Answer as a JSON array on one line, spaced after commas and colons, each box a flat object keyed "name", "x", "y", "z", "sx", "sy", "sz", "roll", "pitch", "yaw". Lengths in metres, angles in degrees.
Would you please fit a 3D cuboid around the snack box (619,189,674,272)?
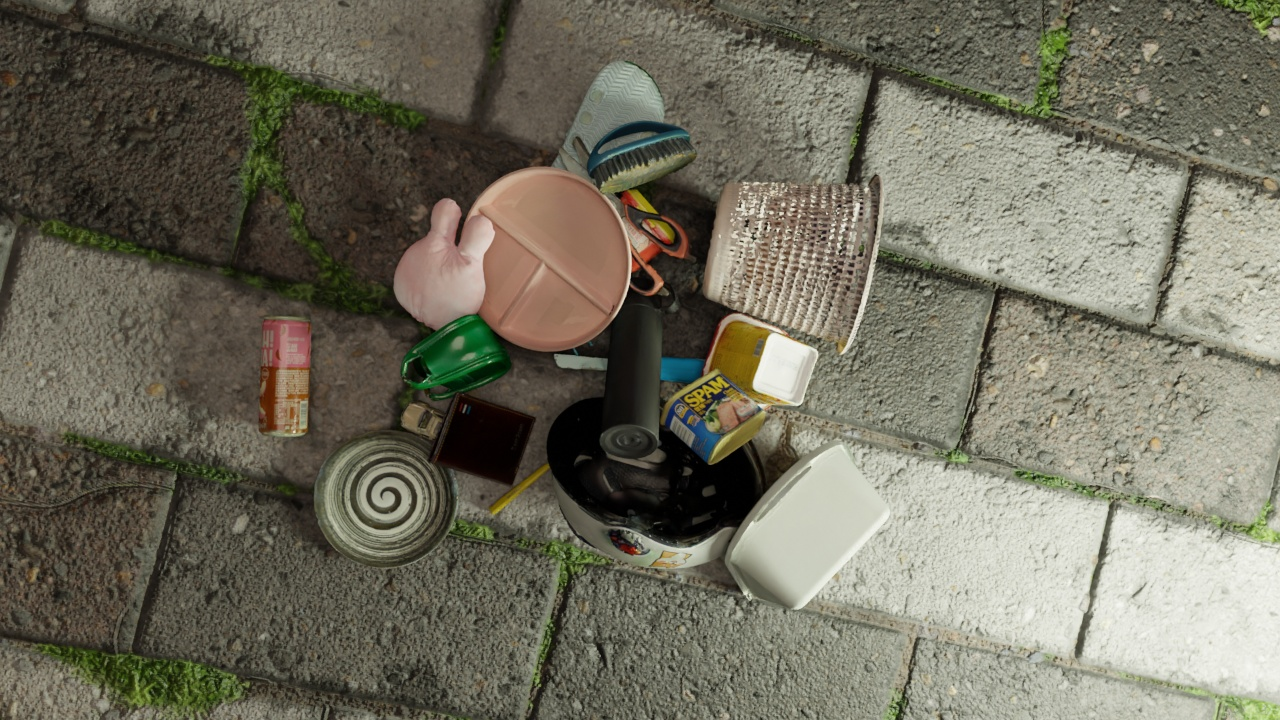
[{"name": "snack box", "x": -0.010, "y": -0.164, "z": 1.182, "sx": 0.080, "sy": 0.082, "sz": 0.091, "roll": -41, "pitch": 90, "yaw": 3}]

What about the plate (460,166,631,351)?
[{"name": "plate", "x": -0.118, "y": -0.126, "z": 1.150, "sx": 0.230, "sy": 0.028, "sz": 0.229, "roll": 3, "pitch": 102, "yaw": 17}]

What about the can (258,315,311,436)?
[{"name": "can", "x": -0.439, "y": 0.019, "z": 1.133, "sx": 0.058, "sy": 0.058, "sz": 0.147, "roll": 2, "pitch": 91, "yaw": -8}]

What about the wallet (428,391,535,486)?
[{"name": "wallet", "x": -0.199, "y": 0.100, "z": 1.165, "sx": 0.122, "sy": 0.020, "sz": 0.096, "roll": 23, "pitch": 88, "yaw": -36}]

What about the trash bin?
[{"name": "trash bin", "x": 0.184, "y": -0.135, "z": 1.156, "sx": 0.192, "sy": 0.227, "sz": 0.227, "roll": 10, "pitch": 89, "yaw": 4}]

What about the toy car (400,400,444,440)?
[{"name": "toy car", "x": -0.262, "y": 0.083, "z": 1.172, "sx": 0.090, "sy": 0.035, "sz": 0.042, "roll": 26, "pitch": 86, "yaw": -6}]

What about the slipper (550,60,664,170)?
[{"name": "slipper", "x": -0.056, "y": -0.262, "z": 1.179, "sx": 0.104, "sy": 0.074, "sz": 0.246, "roll": 32, "pitch": 102, "yaw": -9}]

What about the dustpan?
[{"name": "dustpan", "x": 0.188, "y": 0.191, "z": 1.133, "sx": 0.222, "sy": 0.258, "sz": 0.142, "roll": -44, "pitch": 91, "yaw": -5}]

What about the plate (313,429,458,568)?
[{"name": "plate", "x": -0.321, "y": 0.174, "z": 1.167, "sx": 0.179, "sy": 0.024, "sz": 0.179, "roll": 0, "pitch": 95, "yaw": -5}]

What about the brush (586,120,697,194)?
[{"name": "brush", "x": -0.003, "y": -0.253, "z": 1.109, "sx": 0.143, "sy": 0.055, "sz": 0.073, "roll": -22, "pitch": 78, "yaw": -24}]

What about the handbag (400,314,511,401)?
[{"name": "handbag", "x": -0.225, "y": 0.004, "z": 1.129, "sx": 0.120, "sy": 0.131, "sz": 0.068, "roll": -31, "pitch": 84, "yaw": -3}]

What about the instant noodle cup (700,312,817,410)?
[{"name": "instant noodle cup", "x": 0.157, "y": 0.006, "z": 1.177, "sx": 0.116, "sy": 0.124, "sz": 0.116, "roll": 20, "pitch": 87, "yaw": -21}]

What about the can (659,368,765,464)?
[{"name": "can", "x": 0.089, "y": 0.068, "z": 1.107, "sx": 0.101, "sy": 0.057, "sz": 0.083, "roll": -29, "pitch": 59, "yaw": -36}]

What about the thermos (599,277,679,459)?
[{"name": "thermos", "x": 0.001, "y": -0.002, "z": 1.117, "sx": 0.090, "sy": 0.241, "sz": 0.068, "roll": -22, "pitch": 134, "yaw": 28}]

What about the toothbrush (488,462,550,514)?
[{"name": "toothbrush", "x": -0.123, "y": 0.135, "z": 1.203, "sx": 0.190, "sy": 0.016, "sz": 0.016, "roll": -40, "pitch": 92, "yaw": -5}]

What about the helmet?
[{"name": "helmet", "x": 0.012, "y": 0.165, "z": 1.143, "sx": 0.274, "sy": 0.229, "sz": 0.157, "roll": 7, "pitch": 133, "yaw": -7}]

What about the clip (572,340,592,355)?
[{"name": "clip", "x": -0.088, "y": -0.035, "z": 1.205, "sx": 0.038, "sy": 0.013, "sz": 0.055, "roll": -34, "pitch": 95, "yaw": -7}]

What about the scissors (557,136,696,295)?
[{"name": "scissors", "x": -0.017, "y": -0.184, "z": 1.134, "sx": 0.204, "sy": 0.015, "sz": 0.203, "roll": 6, "pitch": 101, "yaw": 10}]

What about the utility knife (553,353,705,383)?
[{"name": "utility knife", "x": -0.007, "y": 0.007, "z": 1.213, "sx": 0.216, "sy": 0.018, "sz": 0.034, "roll": 5, "pitch": 92, "yaw": -11}]

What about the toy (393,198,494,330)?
[{"name": "toy", "x": -0.241, "y": -0.117, "z": 1.146, "sx": 0.121, "sy": 0.054, "sz": 0.160, "roll": 30, "pitch": 104, "yaw": 8}]
